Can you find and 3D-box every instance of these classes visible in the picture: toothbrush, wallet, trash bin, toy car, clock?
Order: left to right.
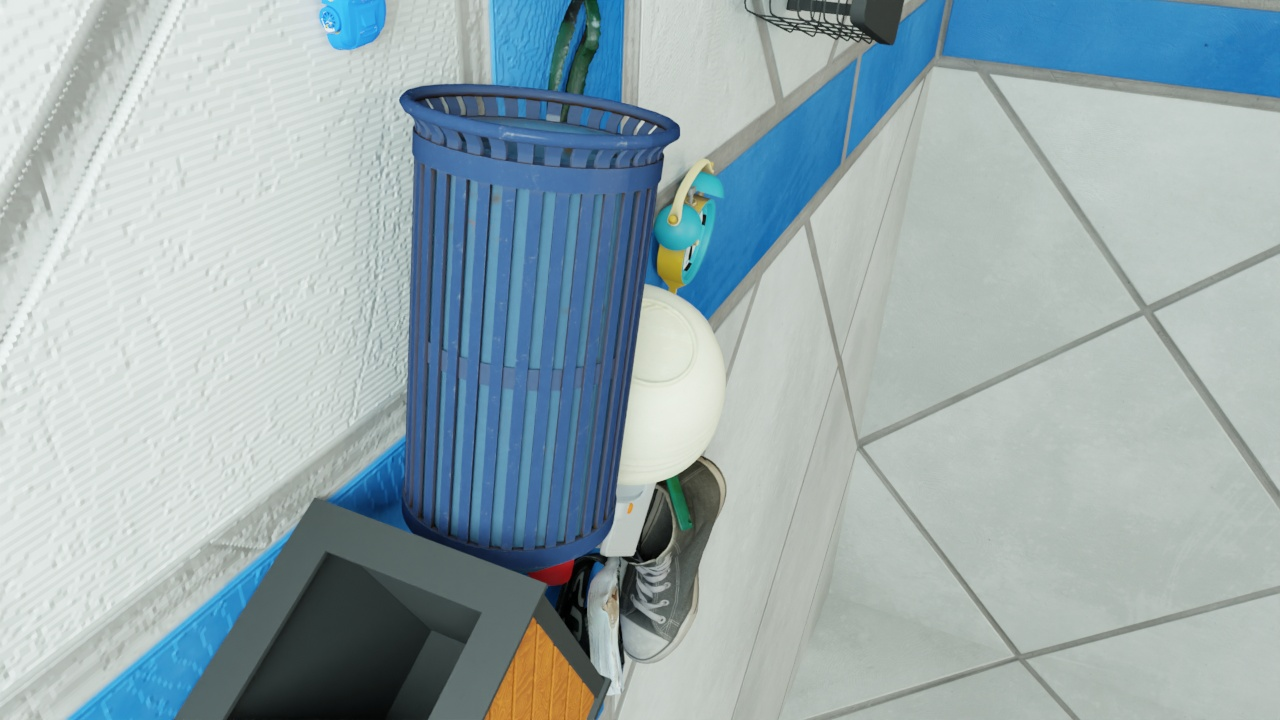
[{"bbox_3d":[-0.106,-0.176,0.386,0.033,0.062,0.092,-51,149,-49],"label":"toy car"},{"bbox_3d":[-0.121,0.192,0.497,0.172,0.140,0.139,74,36,-55],"label":"trash bin"},{"bbox_3d":[-0.065,-0.014,0.510,0.139,0.139,0.250,-38,140,-59],"label":"trash bin"},{"bbox_3d":[-0.013,0.111,0.804,0.118,0.037,0.115,39,67,-72],"label":"wallet"},{"bbox_3d":[0.021,0.068,0.856,0.016,0.017,0.190,-27,104,-57],"label":"toothbrush"},{"bbox_3d":[0.045,-0.125,0.862,0.130,0.044,0.098,94,22,-47],"label":"clock"}]

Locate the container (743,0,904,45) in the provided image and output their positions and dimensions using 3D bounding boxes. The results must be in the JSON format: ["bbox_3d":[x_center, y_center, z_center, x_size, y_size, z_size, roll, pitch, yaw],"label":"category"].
[{"bbox_3d":[0.190,-0.413,0.910,0.240,0.130,0.163,-27,129,-64],"label":"container"}]

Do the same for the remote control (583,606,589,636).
[{"bbox_3d":[-0.070,0.267,0.874,0.136,0.013,0.033,-15,119,-68],"label":"remote control"}]

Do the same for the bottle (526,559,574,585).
[{"bbox_3d":[-0.083,0.135,0.704,0.142,0.042,0.041,72,38,-57],"label":"bottle"}]

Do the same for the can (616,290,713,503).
[{"bbox_3d":[-0.013,0.025,0.728,0.099,0.099,0.143,78,33,-51],"label":"can"}]

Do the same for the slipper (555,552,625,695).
[{"bbox_3d":[-0.044,0.223,0.796,0.264,0.063,0.111,114,-27,-82],"label":"slipper"}]

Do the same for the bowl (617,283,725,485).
[{"bbox_3d":[-0.004,0.004,0.638,0.150,0.151,0.075,-62,-179,-31],"label":"bowl"}]

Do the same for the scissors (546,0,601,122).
[{"bbox_3d":[-0.043,-0.153,0.647,0.201,0.015,0.206,-25,128,-68],"label":"scissors"}]

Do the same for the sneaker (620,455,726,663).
[{"bbox_3d":[0.009,0.216,0.945,0.119,0.095,0.235,-7,121,-58],"label":"sneaker"}]
